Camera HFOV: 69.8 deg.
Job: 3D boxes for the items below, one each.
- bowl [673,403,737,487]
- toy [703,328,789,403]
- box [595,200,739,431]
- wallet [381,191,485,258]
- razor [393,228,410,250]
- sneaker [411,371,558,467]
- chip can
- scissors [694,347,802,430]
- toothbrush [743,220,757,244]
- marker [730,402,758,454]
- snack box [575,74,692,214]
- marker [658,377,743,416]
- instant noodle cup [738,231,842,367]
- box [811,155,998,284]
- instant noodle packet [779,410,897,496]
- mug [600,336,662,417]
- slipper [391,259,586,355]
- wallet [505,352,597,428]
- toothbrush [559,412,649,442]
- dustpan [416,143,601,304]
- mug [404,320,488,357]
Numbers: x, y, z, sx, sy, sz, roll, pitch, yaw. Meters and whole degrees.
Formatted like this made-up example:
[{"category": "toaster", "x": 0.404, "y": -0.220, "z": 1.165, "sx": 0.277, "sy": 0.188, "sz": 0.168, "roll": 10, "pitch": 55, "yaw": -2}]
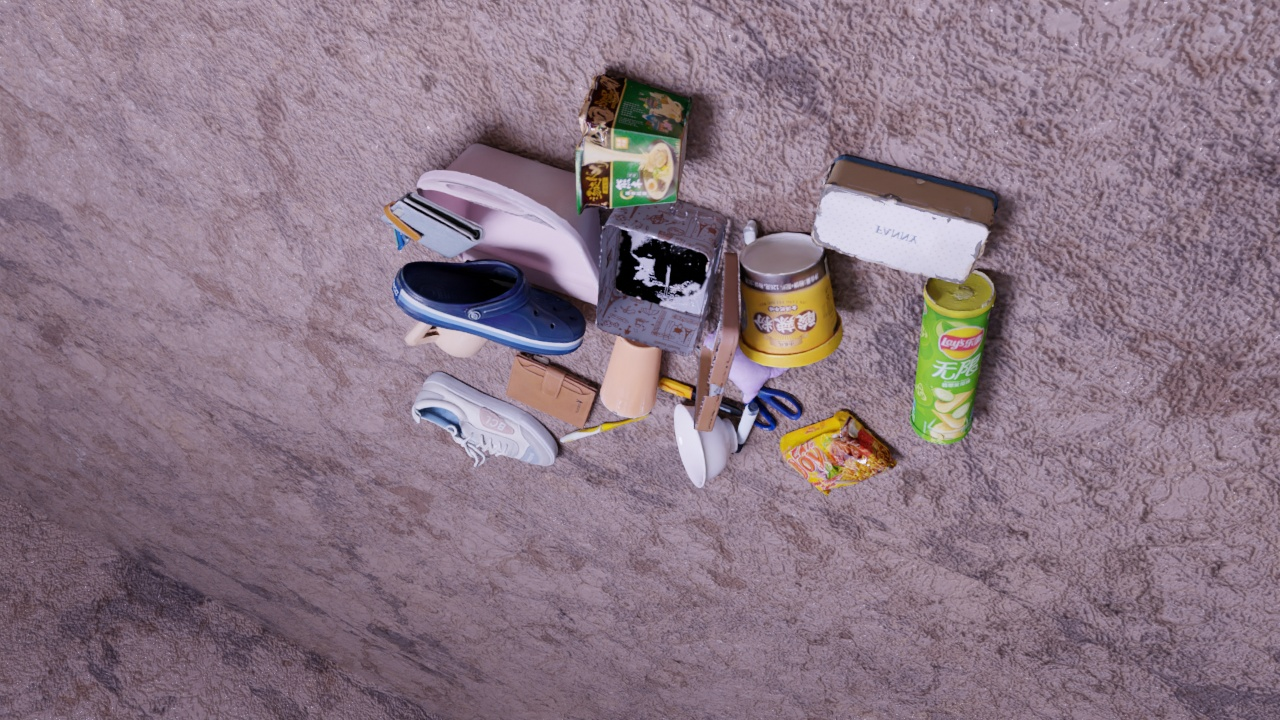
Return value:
[{"category": "bowl", "x": 0.096, "y": 0.111, "z": 1.271, "sx": 0.064, "sy": 0.118, "sz": 0.118, "roll": -13, "pitch": 139, "yaw": -12}, {"category": "toy", "x": 0.129, "y": -0.002, "z": 1.163, "sx": 0.108, "sy": 0.038, "sz": 0.084, "roll": 43, "pitch": 114, "yaw": -13}, {"category": "box", "x": 0.020, "y": -0.060, "z": 1.048, "sx": 0.156, "sy": 0.226, "sz": 0.181, "roll": 6, "pitch": 141, "yaw": -2}, {"category": "wallet", "x": -0.249, "y": -0.155, "z": 1.076, "sx": 0.106, "sy": 0.037, "sz": 0.130, "roll": 26, "pitch": 168, "yaw": -23}, {"category": "razor", "x": -0.278, "y": -0.193, "z": 1.190, "sx": 0.143, "sy": 0.022, "sz": 0.042, "roll": -30, "pitch": 71, "yaw": 41}, {"category": "sneaker", "x": -0.247, "y": 0.113, "z": 1.447, "sx": 0.242, "sy": 0.090, "sz": 0.090, "roll": 29, "pitch": 141, "yaw": -5}, {"category": "chip can", "x": 0.345, "y": 0.002, "z": 1.027, "sx": 0.073, "sy": 0.072, "sz": 0.222, "roll": 9, "pitch": 137, "yaw": 20}, {"category": "scissors", "x": 0.136, "y": 0.037, "z": 1.224, "sx": 0.171, "sy": 0.012, "sz": 0.141, "roll": 22, "pitch": 140, "yaw": 8}, {"category": "toothbrush", "x": 0.137, "y": -0.091, "z": 1.084, "sx": 0.016, "sy": 0.016, "sz": 0.180, "roll": 10, "pitch": 140, "yaw": 22}, {"category": "marker", "x": 0.141, "y": 0.095, "z": 1.259, "sx": 0.018, "sy": 0.022, "sz": 0.131, "roll": 39, "pitch": 154, "yaw": 17}, {"category": "snack box", "x": -0.005, "y": -0.220, "z": 0.953, "sx": 0.105, "sy": 0.118, "sz": 0.118, "roll": 9, "pitch": 138, "yaw": 5}, {"category": "marker", "x": 0.082, "y": 0.051, "z": 1.257, "sx": 0.124, "sy": 0.015, "sz": 0.018, "roll": 21, "pitch": 143, "yaw": 13}, {"category": "instant noodle cup", "x": 0.162, "y": -0.071, "z": 1.019, "sx": 0.119, "sy": 0.118, "sz": 0.114, "roll": 5, "pitch": 128, "yaw": 23}, {"category": "box", "x": 0.270, "y": -0.141, "z": 0.927, "sx": 0.184, "sy": 0.059, "sz": 0.090, "roll": 17, "pitch": 140, "yaw": 8}, {"category": "instant noodle packet", "x": 0.259, "y": 0.127, "z": 1.231, "sx": 0.111, "sy": 0.044, "sz": 0.129, "roll": 43, "pitch": 138, "yaw": -13}, {"category": "mug", "x": -0.007, "y": 0.007, "z": 1.223, "sx": 0.078, "sy": 0.078, "sz": 0.123, "roll": 20, "pitch": 134, "yaw": 8}, {"category": "slipper", "x": -0.181, "y": -0.083, "z": 1.156, "sx": 0.252, "sy": 0.105, "sz": 0.095, "roll": 13, "pitch": 133, "yaw": -25}, {"category": "wallet", "x": -0.132, "y": 0.045, "z": 1.361, "sx": 0.132, "sy": 0.031, "sz": 0.108, "roll": 24, "pitch": 142, "yaw": 1}, {"category": "toothbrush", "x": -0.059, "y": 0.099, "z": 1.391, "sx": 0.192, "sy": 0.016, "sz": 0.018, "roll": -19, "pitch": 112, "yaw": 40}, {"category": "dustpan", "x": -0.158, "y": -0.141, "z": 1.090, "sx": 0.223, "sy": 0.138, "sz": 0.274, "roll": 17, "pitch": 139, "yaw": 11}, {"category": "mug", "x": -0.245, "y": -0.060, "z": 1.242, "sx": 0.104, "sy": 0.124, "sz": 0.084, "roll": -38, "pitch": 71, "yaw": 46}]
